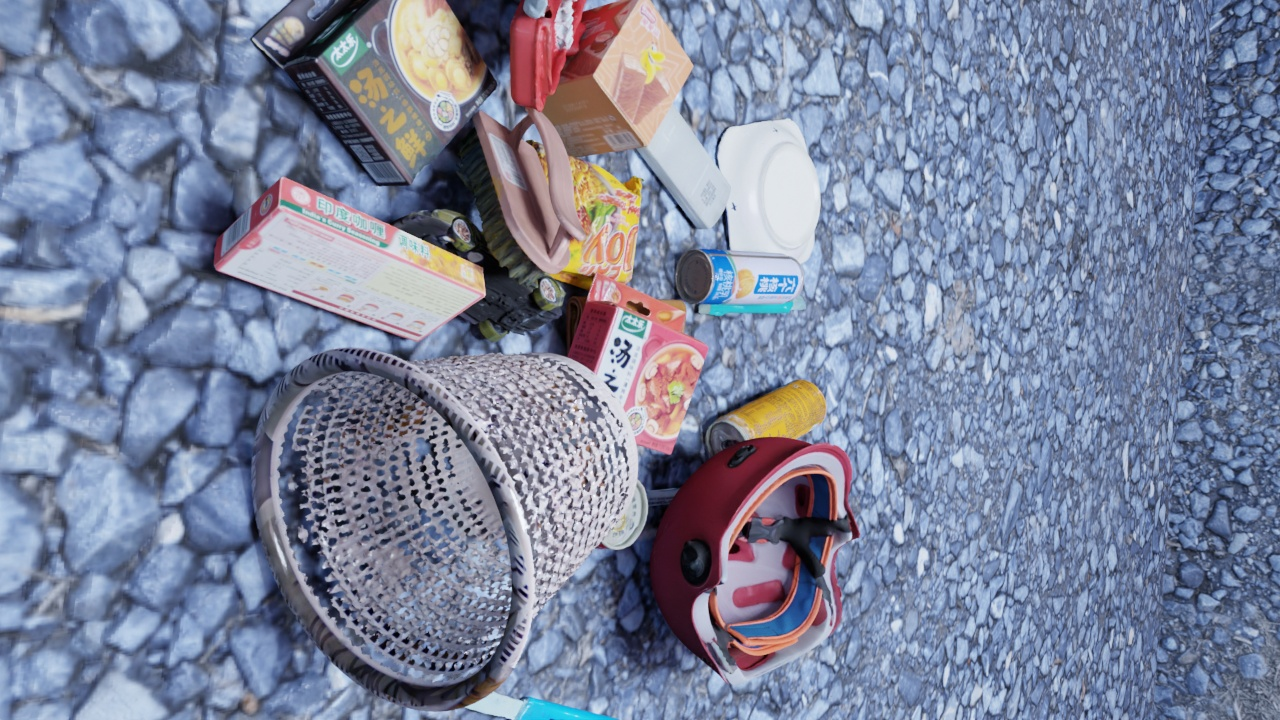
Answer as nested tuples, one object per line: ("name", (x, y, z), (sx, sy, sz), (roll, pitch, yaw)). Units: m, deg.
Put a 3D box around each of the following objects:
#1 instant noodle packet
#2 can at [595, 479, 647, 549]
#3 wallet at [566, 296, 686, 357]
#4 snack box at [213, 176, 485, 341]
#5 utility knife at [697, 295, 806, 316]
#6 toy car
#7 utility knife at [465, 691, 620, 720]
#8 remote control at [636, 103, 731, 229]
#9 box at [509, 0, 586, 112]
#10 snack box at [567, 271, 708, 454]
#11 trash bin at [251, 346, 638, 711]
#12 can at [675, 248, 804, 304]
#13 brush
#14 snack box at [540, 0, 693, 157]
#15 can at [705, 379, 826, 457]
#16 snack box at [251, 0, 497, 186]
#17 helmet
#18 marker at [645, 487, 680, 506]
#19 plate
("instant noodle packet", (-0.051, -0.115, 0.770), (0.128, 0.044, 0.111), (9, 90, -47))
("can", (-0.047, 0.117, 0.753), (0.066, 0.094, 0.066), (-4, 96, -46))
("wallet", (-0.012, 0.003, 0.830), (0.130, 0.035, 0.119), (-2, 91, -43))
("snack box", (-0.186, -0.060, 0.605), (0.155, 0.077, 0.027), (23, 47, -45))
("utility knife", (0.121, -0.061, 0.972), (0.177, 0.013, 0.029), (-2, 87, -42))
("toy car", (-0.122, -0.064, 0.681), (0.158, 0.070, 0.042), (35, 39, -44))
("utility knife", (-0.079, 0.311, 0.792), (0.208, 0.018, 0.034), (35, 69, -40))
("remote control", (0.035, -0.191, 0.869), (0.150, 0.021, 0.058), (48, 60, -37))
("box", (-0.050, -0.295, 0.659), (0.050, 0.161, 0.200), (16, 52, -6))
("snack box", (-0.005, 0.005, 0.779), (0.113, 0.044, 0.127), (20, 87, -40))
("trash bin", (-0.110, 0.085, 0.619), (0.191, 0.228, 0.227), (-23, 110, -56))
("can", (0.101, -0.082, 0.913), (0.134, 0.053, 0.053), (-3, 95, -40))
("brush", (-0.081, -0.119, 0.656), (0.063, 0.073, 0.145), (29, 31, -48))
("snack box", (-0.028, -0.229, 0.748), (0.077, 0.093, 0.094), (45, 62, -38))
("can", (0.134, 0.066, 0.966), (0.145, 0.058, 0.058), (-22, 108, -43))
("snack box", (-0.176, -0.204, 0.632), (0.113, 0.053, 0.126), (-58, 135, -26))
("helmet", (0.095, 0.168, 0.861), (0.206, 0.144, 0.240), (-9, 112, -41))
("marker", (0.031, 0.132, 0.893), (0.145, 0.017, 0.017), (3, 91, -46))
("plate", (0.149, -0.174, 0.982), (0.163, 0.034, 0.164), (-23, 109, -44))
